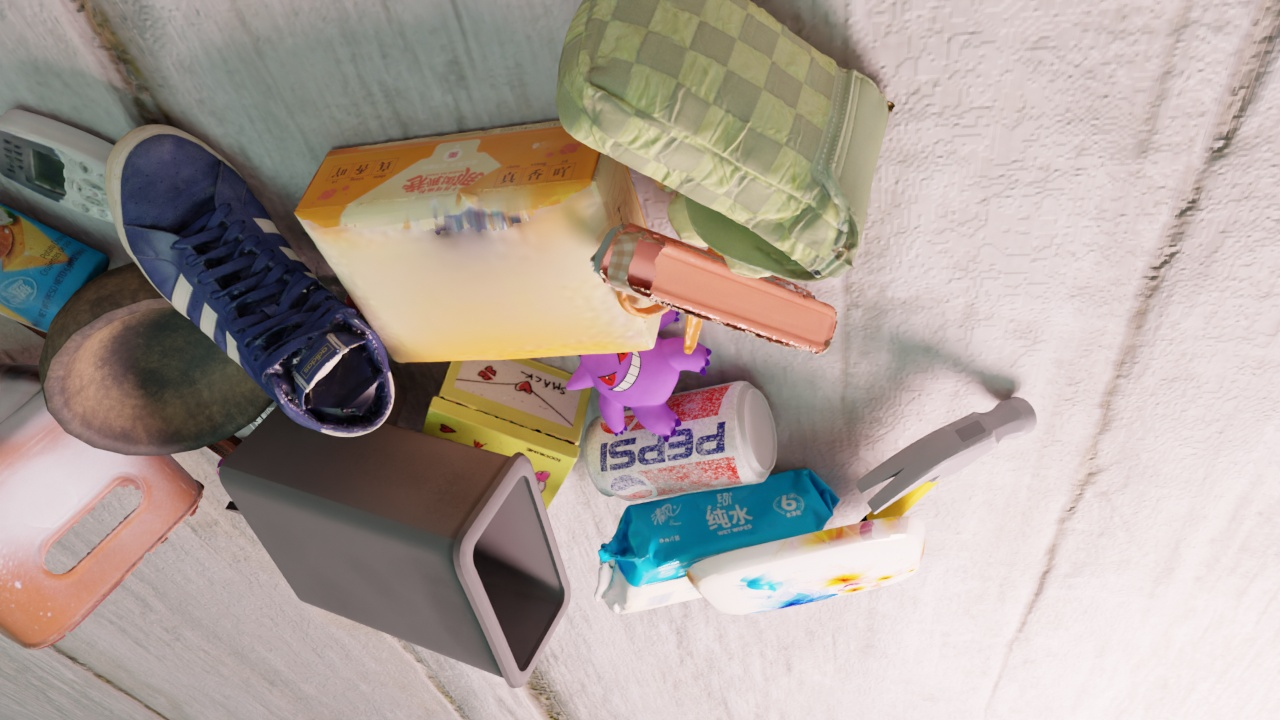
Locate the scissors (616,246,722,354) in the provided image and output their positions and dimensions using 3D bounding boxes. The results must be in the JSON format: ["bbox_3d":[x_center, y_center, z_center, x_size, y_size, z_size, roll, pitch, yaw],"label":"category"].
[{"bbox_3d":[0.040,-0.058,0.572,0.125,0.011,0.130,-6,126,-36],"label":"scissors"}]

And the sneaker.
[{"bbox_3d":[-0.245,-0.040,0.586,0.118,0.091,0.233,23,146,55],"label":"sneaker"}]

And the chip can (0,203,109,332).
[{"bbox_3d":[-0.515,-0.098,0.658,0.229,0.079,0.080,29,138,-20],"label":"chip can"}]

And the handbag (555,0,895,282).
[{"bbox_3d":[0.041,-0.118,0.479,0.186,0.113,0.117,28,152,-14],"label":"handbag"}]

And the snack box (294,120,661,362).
[{"bbox_3d":[-0.097,-0.065,0.586,0.195,0.080,0.145,-3,139,17],"label":"snack box"}]

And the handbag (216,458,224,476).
[{"bbox_3d":[-0.339,0.139,0.916,0.170,0.067,0.145,36,135,-18],"label":"handbag"}]

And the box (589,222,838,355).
[{"bbox_3d":[0.054,-0.038,0.553,0.186,0.057,0.060,13,145,-41],"label":"box"}]

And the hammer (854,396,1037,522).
[{"bbox_3d":[0.194,0.137,0.762,0.126,0.029,0.324,-17,152,-23],"label":"hammer"}]

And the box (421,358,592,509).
[{"bbox_3d":[-0.131,0.088,0.781,0.124,0.082,0.222,21,138,-11],"label":"box"}]

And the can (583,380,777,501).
[{"bbox_3d":[0.031,0.065,0.714,0.136,0.078,0.078,-12,135,27],"label":"can"}]

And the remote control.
[{"bbox_3d":[-0.377,-0.126,0.624,0.114,0.028,0.060,24,139,-15],"label":"remote control"}]

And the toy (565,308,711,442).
[{"bbox_3d":[-0.004,0.004,0.667,0.088,0.056,0.106,23,103,-9],"label":"toy"}]

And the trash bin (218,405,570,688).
[{"bbox_3d":[-0.184,0.139,0.715,0.220,0.097,0.192,12,136,23],"label":"trash bin"}]

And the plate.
[{"bbox_3d":[0.138,0.172,0.739,0.187,0.016,0.187,-15,152,9],"label":"plate"}]

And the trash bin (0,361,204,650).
[{"bbox_3d":[-0.538,0.108,0.783,0.260,0.181,0.157,4,134,37],"label":"trash bin"}]

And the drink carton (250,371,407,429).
[{"bbox_3d":[-0.271,0.032,0.772,0.125,0.048,0.076,-4,138,18],"label":"drink carton"}]

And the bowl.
[{"bbox_3d":[-0.355,-0.008,0.685,0.162,0.070,0.162,-22,143,-18],"label":"bowl"}]

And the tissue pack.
[{"bbox_3d":[0.057,0.156,0.778,0.209,0.066,0.117,-10,146,-18],"label":"tissue pack"}]

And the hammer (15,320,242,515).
[{"bbox_3d":[-0.412,0.042,0.806,0.111,0.028,0.300,-37,114,26],"label":"hammer"}]

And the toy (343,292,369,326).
[{"bbox_3d":[-0.228,-0.015,0.699,0.112,0.030,0.049,-43,121,10],"label":"toy"}]
